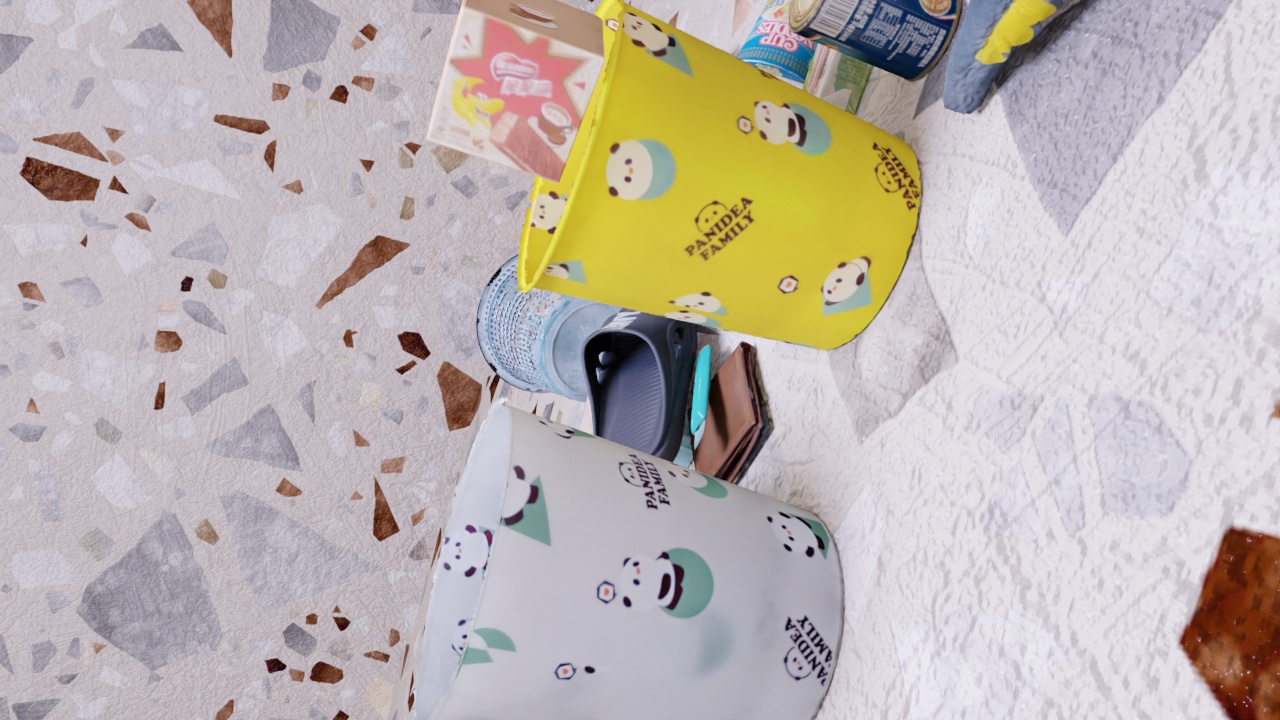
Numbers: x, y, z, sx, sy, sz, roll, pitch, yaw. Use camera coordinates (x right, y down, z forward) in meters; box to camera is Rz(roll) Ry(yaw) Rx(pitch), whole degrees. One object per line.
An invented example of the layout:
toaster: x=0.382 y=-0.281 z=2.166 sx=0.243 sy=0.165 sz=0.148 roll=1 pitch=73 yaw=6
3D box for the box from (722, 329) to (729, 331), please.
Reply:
box: x=0.102 y=-0.108 z=0.934 sx=0.086 sy=0.076 sz=0.163 roll=47 pitch=-130 yaw=-61

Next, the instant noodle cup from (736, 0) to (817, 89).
instant noodle cup: x=0.149 y=-0.317 z=0.910 sx=0.110 sy=0.099 sz=0.099 roll=-68 pitch=15 yaw=-6

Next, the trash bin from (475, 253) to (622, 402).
trash bin: x=-0.097 y=-0.037 z=1.294 sx=0.195 sy=0.226 sz=0.226 roll=31 pitch=105 yaw=61

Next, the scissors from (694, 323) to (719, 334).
scissors: x=0.030 y=-0.050 z=1.067 sx=0.163 sy=0.014 sz=0.165 roll=48 pitch=154 yaw=22

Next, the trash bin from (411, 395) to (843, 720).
trash bin: x=-0.010 y=0.167 z=0.664 sx=0.230 sy=0.251 sz=0.229 roll=-165 pitch=91 yaw=-74

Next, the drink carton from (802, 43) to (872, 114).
drink carton: x=0.186 y=-0.286 z=0.826 sx=0.053 sy=0.045 sz=0.122 roll=-127 pitch=54 yaw=-70

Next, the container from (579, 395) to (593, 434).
container: x=-0.033 y=0.114 z=1.103 sx=0.090 sy=0.090 sz=0.111 roll=-112 pitch=38 yaw=-66

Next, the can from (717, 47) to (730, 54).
can: x=0.080 y=-0.335 z=1.215 sx=0.058 sy=0.058 sz=0.146 roll=-167 pitch=94 yaw=-74

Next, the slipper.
slipper: x=-0.006 y=0.005 z=0.937 sx=0.111 sy=0.083 sz=0.267 roll=-18 pitch=38 yaw=19

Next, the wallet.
wallet: x=0.084 y=0.054 z=0.868 sx=0.124 sy=0.032 sz=0.101 roll=-95 pitch=29 yaw=-51

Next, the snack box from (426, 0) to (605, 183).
snack box: x=-0.083 y=-0.188 z=0.609 sx=0.077 sy=0.092 sz=0.095 roll=-95 pitch=26 yaw=-51

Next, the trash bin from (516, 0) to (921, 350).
trash bin: x=0.057 y=-0.128 z=0.719 sx=0.230 sy=0.255 sz=0.229 roll=-165 pitch=91 yaw=-74

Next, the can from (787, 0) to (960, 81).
can: x=0.179 y=-0.273 z=0.713 sx=0.075 sy=0.111 sz=0.075 roll=-165 pitch=91 yaw=-75

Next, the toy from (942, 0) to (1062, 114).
toy: x=0.266 y=-0.311 z=0.521 sx=0.357 sy=0.091 sz=0.137 roll=-66 pitch=-10 yaw=22

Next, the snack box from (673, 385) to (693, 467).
snack box: x=0.015 y=0.046 z=1.025 sx=0.174 sy=0.074 sz=0.052 roll=-99 pitch=30 yaw=-57

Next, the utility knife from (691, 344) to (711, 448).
utility knife: x=0.059 y=0.031 z=0.881 sx=0.029 sy=0.013 sz=0.174 roll=-58 pitch=10 yaw=30
